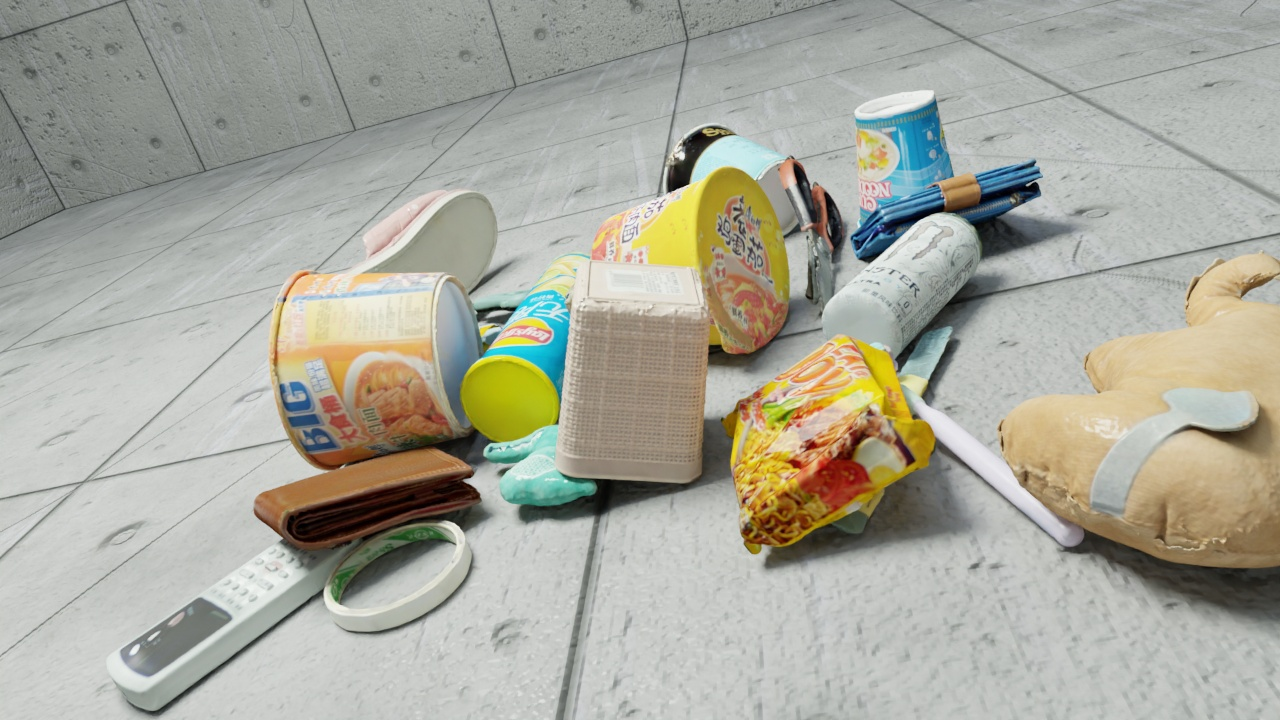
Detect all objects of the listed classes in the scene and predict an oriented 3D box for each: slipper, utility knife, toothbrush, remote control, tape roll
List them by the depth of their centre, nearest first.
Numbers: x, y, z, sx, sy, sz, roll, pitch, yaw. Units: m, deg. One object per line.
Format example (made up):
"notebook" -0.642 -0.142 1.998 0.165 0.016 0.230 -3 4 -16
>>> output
"toothbrush" 0.172 0.039 0.495 0.029 0.021 0.189 16 21 -26
"tape roll" -0.142 0.124 0.538 0.086 0.014 0.085 -14 24 6
"utility knife" 0.152 0.031 0.546 0.031 0.022 0.218 5 38 31
"remote control" -0.237 0.144 0.547 0.058 0.021 0.149 7 33 42
"slipper" -0.244 -0.092 0.951 0.054 0.114 0.273 6 39 32

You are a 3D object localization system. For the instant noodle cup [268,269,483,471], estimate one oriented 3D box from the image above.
"instant noodle cup" -0.184 0.001 0.676 0.111 0.151 0.151 -6 25 6

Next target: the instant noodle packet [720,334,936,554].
"instant noodle packet" 0.096 0.039 0.504 0.111 0.044 0.128 -33 19 15

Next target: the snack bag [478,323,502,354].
"snack bag" -0.217 0.012 0.800 0.191 0.039 0.110 -11 34 13

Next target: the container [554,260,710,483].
"container" -0.003 0.003 0.561 0.090 0.111 0.090 4 25 -3

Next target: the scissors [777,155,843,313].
"scissors" 0.144 -0.113 0.787 0.015 0.192 0.206 -31 -12 28

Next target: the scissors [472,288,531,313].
"scissors" -0.162 -0.047 0.868 0.180 0.019 0.169 -9 10 30

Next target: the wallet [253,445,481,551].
"wallet" -0.176 0.086 0.587 0.124 0.032 0.101 -13 10 -29

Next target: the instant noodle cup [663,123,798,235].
"instant noodle cup" 0.100 -0.173 0.919 0.111 0.111 0.120 -27 34 -23

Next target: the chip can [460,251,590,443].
"chip can" -0.073 -0.018 0.726 0.071 0.071 0.209 -9 25 16

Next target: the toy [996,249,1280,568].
"toy" 0.275 0.016 0.426 0.225 0.083 0.143 -30 40 -33

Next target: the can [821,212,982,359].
"can" 0.188 -0.052 0.650 0.058 0.058 0.146 7 34 42

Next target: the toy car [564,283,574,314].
"toy car" -0.026 -0.020 0.680 0.042 0.090 0.035 5 49 34

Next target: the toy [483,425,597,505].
"toy" -0.064 0.066 0.593 0.096 0.030 0.091 -6 22 16

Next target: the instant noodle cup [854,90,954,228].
"instant noodle cup" 0.238 -0.181 0.831 0.099 0.110 0.099 -14 24 6

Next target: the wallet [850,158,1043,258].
"wallet" 0.246 -0.122 0.751 0.133 0.040 0.106 -17 -5 -1

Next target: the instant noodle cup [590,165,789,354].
"instant noodle cup" 0.035 -0.070 0.709 0.110 0.138 0.137 -8 24 35
